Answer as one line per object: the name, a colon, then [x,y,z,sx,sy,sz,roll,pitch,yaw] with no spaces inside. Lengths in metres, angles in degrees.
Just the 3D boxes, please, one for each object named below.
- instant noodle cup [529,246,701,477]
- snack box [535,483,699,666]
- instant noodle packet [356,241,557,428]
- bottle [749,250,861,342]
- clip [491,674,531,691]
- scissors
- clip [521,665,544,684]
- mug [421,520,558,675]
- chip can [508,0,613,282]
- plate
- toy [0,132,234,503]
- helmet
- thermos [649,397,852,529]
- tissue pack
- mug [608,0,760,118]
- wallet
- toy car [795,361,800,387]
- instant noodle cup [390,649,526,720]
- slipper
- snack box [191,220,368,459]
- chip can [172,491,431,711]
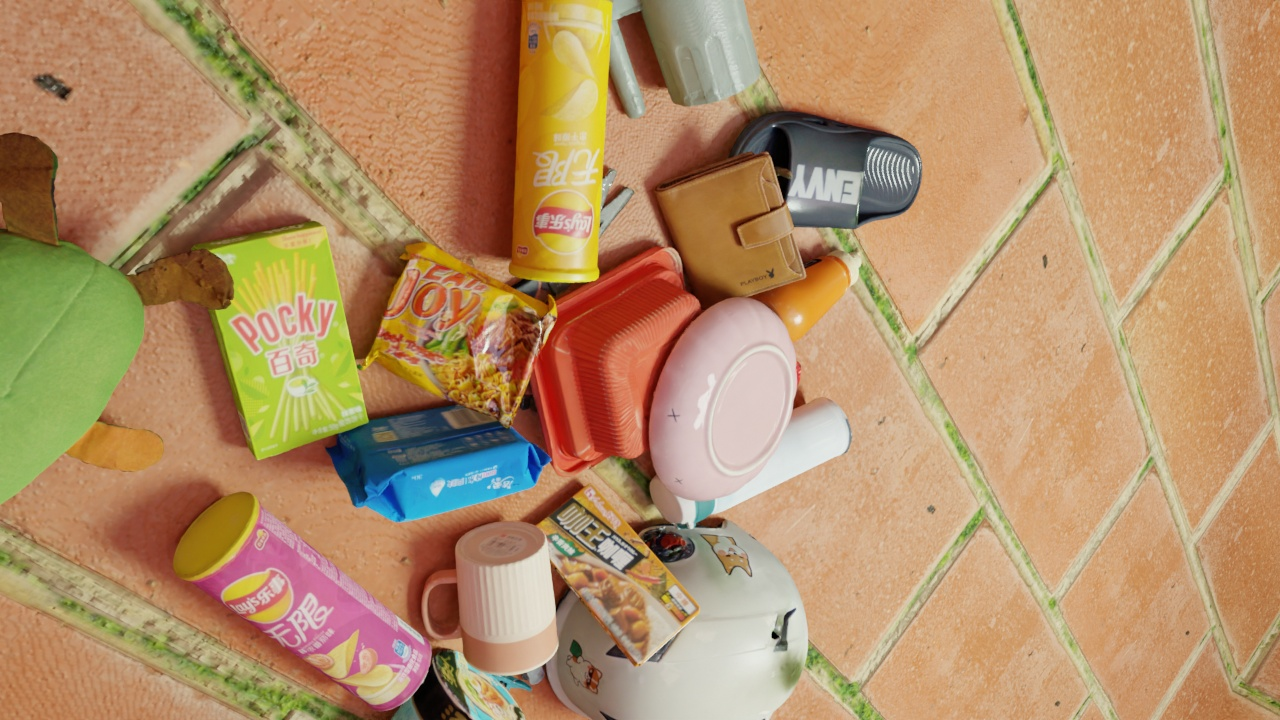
instant noodle cup: [-0.005,0.005,0.801,0.188,0.079,0.165,-34,127,-34]
snack box: [-0.025,0.191,0.826,0.075,0.153,0.026,-37,163,-19]
instant noodle packet: [-0.138,-0.020,0.700,0.128,0.044,0.111,24,90,-8]
bottle: [0.173,-0.072,0.925,0.149,0.067,0.067,-33,123,-31]
clip: [-0.128,0.309,0.870,0.032,0.013,0.054,-42,128,-18]
scissors: [-0.070,-0.057,0.780,0.201,0.015,0.206,-21,116,-29]
clip: [-0.106,0.286,0.876,0.026,0.042,0.058,-28,123,-27]
mug: [-0.132,0.205,0.795,0.114,0.081,0.106,-3,109,-4]
chip can: [-0.060,-0.169,0.701,0.072,0.072,0.213,-4,105,-35]
plate: [0.086,0.040,0.822,0.191,0.039,0.193,-20,119,-42]
toy: [-0.373,0.000,0.533,0.246,0.090,0.227,-51,127,-6]
helmet: [0.060,0.287,0.906,0.273,0.157,0.230,-3,108,-35]
thermos: [0.112,0.101,0.937,0.223,0.073,0.073,-20,117,-29]
tissue pack: [-0.158,0.078,0.713,0.156,0.095,0.052,-10,117,-33]
mug: [0.029,-0.264,0.745,0.124,0.083,0.103,-22,123,2]
wallet: [0.089,-0.119,0.832,0.119,0.035,0.131,-16,123,14]
toy car: [0.127,0.019,0.941,0.106,0.031,0.049,2,106,-39]
instant noodle cup: [-0.175,0.332,0.790,0.120,0.111,0.111,-48,128,-3]
slipper: [0.198,-0.180,0.887,0.267,0.083,0.111,-6,108,-35]
snack box: [-0.253,-0.014,0.654,0.085,0.026,0.156,-19,116,-31]
chip can: [-0.250,0.190,0.700,0.071,0.071,0.210,-45,127,-15]
